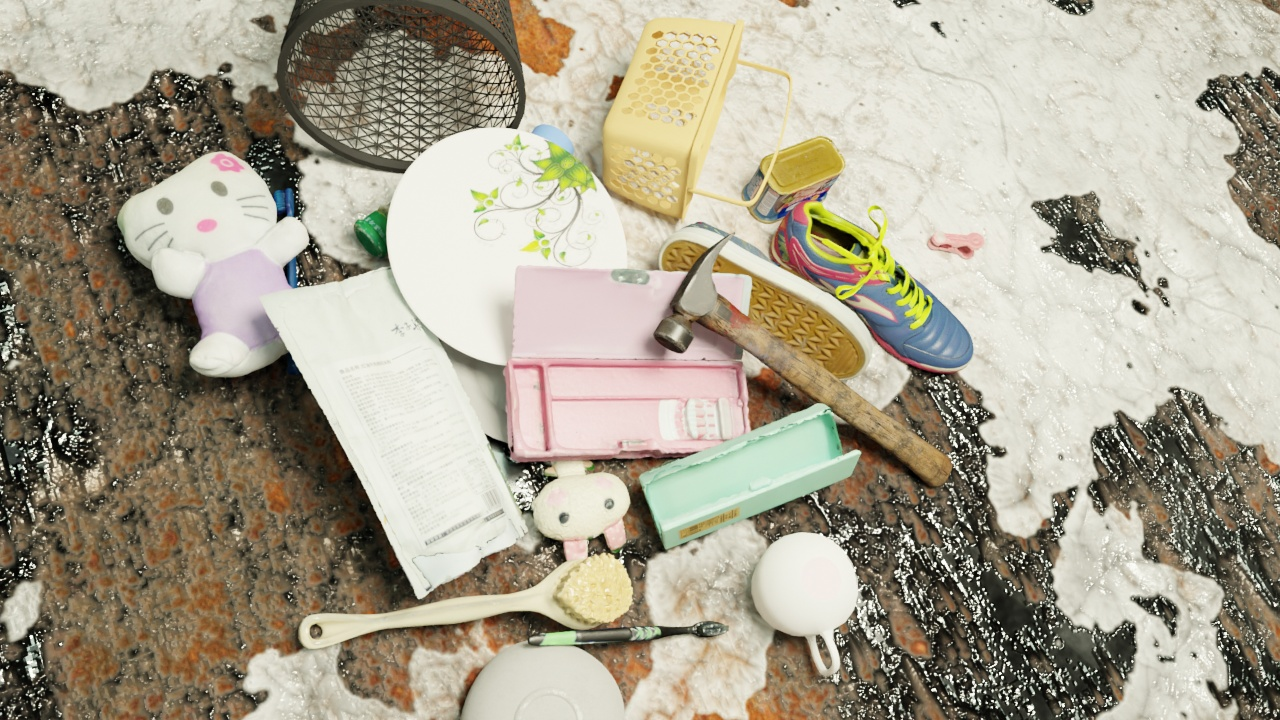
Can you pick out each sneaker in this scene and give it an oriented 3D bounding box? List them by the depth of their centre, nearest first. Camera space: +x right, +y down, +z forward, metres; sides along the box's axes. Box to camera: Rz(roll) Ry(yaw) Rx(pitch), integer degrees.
[{"bbox_3d":[0.132,-0.069,0.915,0.235,0.088,0.079,32,40,-1],"label":"sneaker"},{"bbox_3d":[0.244,-0.074,0.930,0.242,0.091,0.116,34,63,2],"label":"sneaker"}]

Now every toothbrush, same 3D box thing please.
[{"bbox_3d":[-0.005,0.230,0.771,0.187,0.017,0.014,5,73,-27],"label":"toothbrush"},{"bbox_3d":[-0.327,-0.076,0.850,0.017,0.016,0.189,-8,71,-7],"label":"toothbrush"}]

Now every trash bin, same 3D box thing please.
[{"bbox_3d":[-0.223,-0.346,0.883,0.217,0.217,0.242,1,62,-12],"label":"trash bin"}]

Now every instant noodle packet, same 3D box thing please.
[{"bbox_3d":[-0.198,0.051,0.769,0.146,0.057,0.269,-23,84,-53],"label":"instant noodle packet"}]

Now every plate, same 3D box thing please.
[{"bbox_3d":[-0.123,-0.105,0.861,0.229,0.030,0.229,5,77,-23],"label":"plate"},{"bbox_3d":[-0.101,0.001,0.865,0.172,0.019,0.172,4,68,-11],"label":"plate"}]

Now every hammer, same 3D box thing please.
[{"bbox_3d":[0.172,0.016,0.863,0.330,0.033,0.120,34,78,-16],"label":"hammer"}]

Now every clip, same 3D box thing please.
[{"bbox_3d":[0.347,-0.130,1.007,0.057,0.035,0.022,7,70,-5],"label":"clip"}]

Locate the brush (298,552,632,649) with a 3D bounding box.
[{"bbox_3d":[-0.141,0.204,0.756,0.272,0.077,0.062,-6,61,-9],"label":"brush"}]

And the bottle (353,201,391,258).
[{"bbox_3d":[-0.222,-0.144,0.885,0.042,0.043,0.109,45,65,7],"label":"bottle"}]

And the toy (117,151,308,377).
[{"bbox_3d":[-0.358,-0.084,0.803,0.137,0.086,0.209,-27,71,-20],"label":"toy"}]

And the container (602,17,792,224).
[{"bbox_3d":[0.062,-0.242,0.935,0.167,0.129,0.183,16,63,5],"label":"container"}]

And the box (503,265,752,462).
[{"bbox_3d":[-0.008,0.005,0.842,0.232,0.055,0.180,2,87,-21],"label":"box"}]

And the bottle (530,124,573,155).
[{"bbox_3d":[-0.118,-0.175,0.916,0.048,0.048,0.131,30,66,1],"label":"bottle"}]

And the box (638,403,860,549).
[{"bbox_3d":[0.102,0.115,0.806,0.188,0.079,0.077,-20,115,-8],"label":"box"}]

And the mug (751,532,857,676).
[{"bbox_3d":[0.149,0.213,0.803,0.090,0.076,0.123,-10,71,-16],"label":"mug"}]

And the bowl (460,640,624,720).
[{"bbox_3d":[-0.076,0.290,0.730,0.131,0.064,0.131,4,68,-11],"label":"bowl"}]

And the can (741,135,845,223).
[{"bbox_3d":[0.163,-0.193,0.978,0.099,0.059,0.054,-25,76,-19],"label":"can"}]

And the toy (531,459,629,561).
[{"bbox_3d":[-0.053,0.126,0.813,0.087,0.050,0.112,-12,80,-17],"label":"toy"}]
